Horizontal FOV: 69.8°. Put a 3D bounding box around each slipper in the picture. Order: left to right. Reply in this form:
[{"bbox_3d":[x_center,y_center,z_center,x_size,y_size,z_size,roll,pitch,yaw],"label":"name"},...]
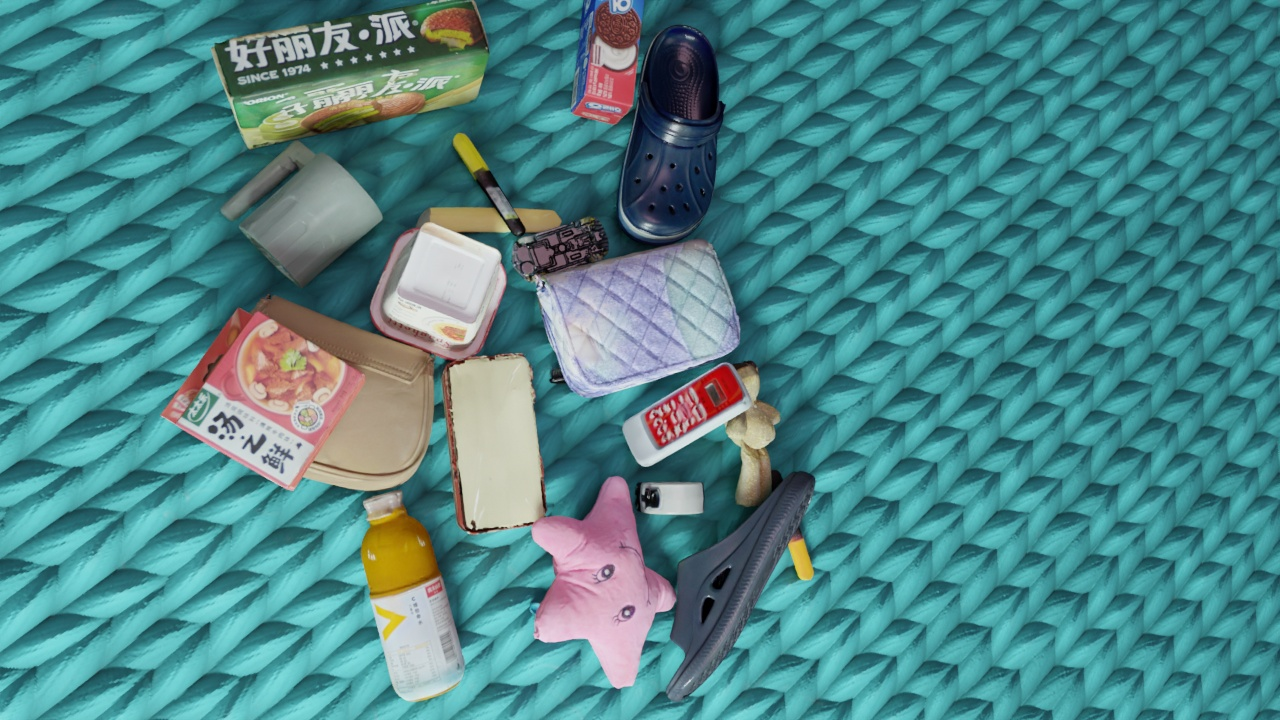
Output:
[{"bbox_3d":[0.043,-0.246,0.980,0.105,0.095,0.252,11,77,-13],"label":"slipper"},{"bbox_3d":[0.087,0.219,0.943,0.083,0.111,0.267,28,73,20],"label":"slipper"}]

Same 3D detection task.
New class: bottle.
[{"bbox_3d":[-0.218,0.217,0.857,0.068,0.068,0.189,-15,88,-18],"label":"bottle"}]

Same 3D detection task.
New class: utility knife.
[{"bbox_3d":[-0.155,-0.143,0.947,0.151,0.018,0.031,-2,87,-15],"label":"utility knife"}]

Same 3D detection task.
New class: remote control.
[{"bbox_3d":[0.046,0.056,0.942,0.136,0.020,0.056,-31,64,11],"label":"remote control"}]

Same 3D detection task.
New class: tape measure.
[{"bbox_3d":[0.033,0.141,0.942,0.065,0.066,0.033,0,84,-17],"label":"tape measure"}]

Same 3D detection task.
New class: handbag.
[{"bbox_3d":[-0.291,0.036,0.846,0.204,0.100,0.147,21,70,-13],"label":"handbag"},{"bbox_3d":[-0.002,-0.045,0.947,0.193,0.076,0.134,-15,83,-22],"label":"handbag"}]

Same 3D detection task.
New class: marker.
[{"bbox_3d":[-0.156,-0.180,0.945,0.018,0.015,0.124,-32,87,-24],"label":"marker"},{"bbox_3d":[0.163,0.180,1.005,0.018,0.015,0.124,-16,85,-19],"label":"marker"}]

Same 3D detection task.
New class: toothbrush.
[{"bbox_3d":[-0.006,0.006,0.975,0.188,0.014,0.016,-8,73,-18],"label":"toothbrush"}]

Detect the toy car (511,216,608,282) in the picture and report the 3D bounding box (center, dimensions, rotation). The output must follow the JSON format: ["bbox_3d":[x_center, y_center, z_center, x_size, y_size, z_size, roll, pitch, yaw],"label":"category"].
[{"bbox_3d":[-0.085,-0.115,0.955,0.105,0.031,0.049,-20,94,-16],"label":"toy car"}]

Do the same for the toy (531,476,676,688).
[{"bbox_3d":[-0.040,0.227,0.891,0.178,0.075,0.194,-30,102,-44],"label":"toy"}]

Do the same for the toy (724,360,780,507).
[{"bbox_3d":[0.112,0.079,0.981,0.105,0.066,0.157,-7,89,-50],"label":"toy"}]

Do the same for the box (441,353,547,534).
[{"bbox_3d":[-0.140,0.080,0.891,0.091,0.079,0.168,-6,86,-17],"label":"box"}]

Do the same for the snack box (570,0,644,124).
[{"bbox_3d":[-0.033,-0.366,0.989,0.058,0.057,0.207,9,81,-19],"label":"snack box"}]

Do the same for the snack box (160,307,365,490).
[{"bbox_3d":[-0.315,0.028,0.765,0.127,0.044,0.113,31,75,-6],"label":"snack box"}]

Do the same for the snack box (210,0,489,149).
[{"bbox_3d":[-0.271,-0.275,0.877,0.239,0.115,0.063,-18,88,-19],"label":"snack box"}]

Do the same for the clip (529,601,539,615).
[{"bbox_3d":[-0.085,0.256,0.916,0.055,0.038,0.013,25,74,-6],"label":"clip"}]

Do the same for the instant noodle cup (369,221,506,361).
[{"bbox_3d":[-0.188,-0.070,0.872,0.116,0.124,0.116,22,78,-13],"label":"instant noodle cup"}]

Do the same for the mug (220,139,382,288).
[{"bbox_3d":[-0.325,-0.142,0.871,0.124,0.084,0.103,37,74,19],"label":"mug"}]
